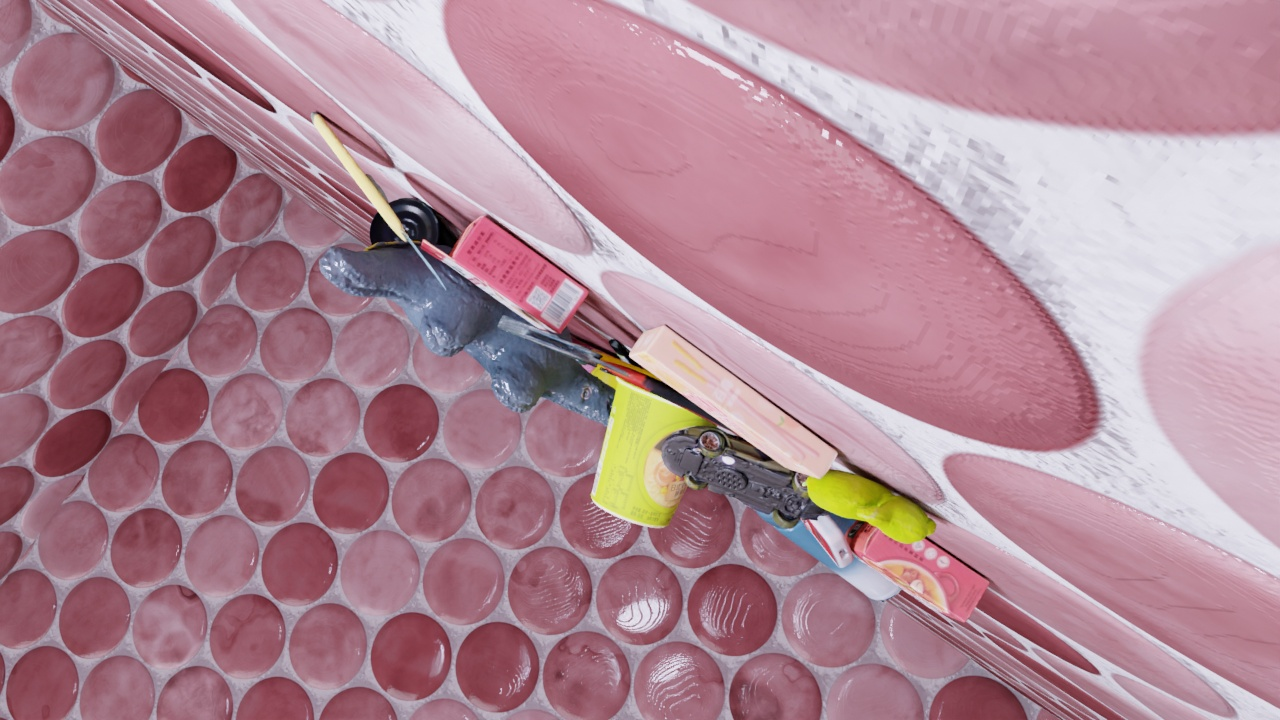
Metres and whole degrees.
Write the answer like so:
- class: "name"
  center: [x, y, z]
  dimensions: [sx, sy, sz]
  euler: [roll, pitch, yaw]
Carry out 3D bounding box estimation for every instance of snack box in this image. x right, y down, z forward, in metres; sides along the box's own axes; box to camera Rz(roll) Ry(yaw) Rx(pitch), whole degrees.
- class: "snack box"
  center: [0.234, 0.177, 0.832]
  dimensions: [0.127, 0.044, 0.113]
  euler: [34, 175, 8]
- class: "snack box"
  center: [0.066, 0.031, 0.682]
  dimensions: [0.157, 0.026, 0.084]
  euler: [35, 174, -6]
- class: "snack box"
  center: [-0.113, -0.075, 0.749]
  dimensions: [0.127, 0.044, 0.113]
  euler: [35, 175, -15]

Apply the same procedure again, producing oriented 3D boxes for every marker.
- class: "marker"
  center: [-0.006, 0.006, 0.969]
  dimensions: [0.018, 0.015, 0.124]
  euler: [31, 170, 31]

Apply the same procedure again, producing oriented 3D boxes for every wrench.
- class: "wrench"
  center: [0.013, 0.023, 0.738]
  dimensions: [0.273, 0.016, 0.056]
  euler: [24, 178, -18]

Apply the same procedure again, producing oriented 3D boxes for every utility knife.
- class: "utility knife"
  center: [-0.222, -0.136, 0.764]
  dimensions: [0.204, 0.021, 0.031]
  euler: [56, 170, 14]
- class: "utility knife"
  center: [-0.016, 0.008, 0.818]
  dimensions: [0.033, 0.015, 0.215]
  euler: [22, -179, 44]

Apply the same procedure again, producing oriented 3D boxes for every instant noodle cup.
- class: "instant noodle cup"
  center: [0.010, 0.090, 0.874]
  dimensions: [0.111, 0.123, 0.111]
  euler: [19, -176, -2]

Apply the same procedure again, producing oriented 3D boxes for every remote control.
- class: "remote control"
  center: [0.153, 0.136, 0.865]
  dimensions: [0.136, 0.020, 0.056]
  euler: [54, 177, 48]

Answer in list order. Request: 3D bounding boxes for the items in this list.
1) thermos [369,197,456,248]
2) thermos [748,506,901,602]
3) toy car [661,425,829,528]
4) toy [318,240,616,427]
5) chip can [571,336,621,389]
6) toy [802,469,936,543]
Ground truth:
- class: "thermos"
  center: [-0.230, -0.101, 1.004]
  dimensions: [0.068, 0.090, 0.242]
  euler: [10, 173, 1]
- class: "thermos"
  center: [0.207, 0.188, 1.001]
  dimensions: [0.220, 0.070, 0.070]
  euler: [38, 174, -29]
- class: "toy car"
  center: [0.095, 0.097, 0.799]
  dimensions: [0.158, 0.042, 0.070]
  euler: [21, 142, 2]
- class: "toy"
  center: [-0.139, -0.033, 0.863]
  dimensions: [0.356, 0.092, 0.137]
  euler: [34, -154, -35]
- class: "chip can"
  center: [-0.068, 0.015, 1.117]
  dimensions: [0.071, 0.071, 0.211]
  euler: [37, 175, -25]
- class: "toy"
  center: [0.162, 0.102, 0.659]
  dimensions: [0.100, 0.031, 0.096]
  euler: [19, -174, 26]
